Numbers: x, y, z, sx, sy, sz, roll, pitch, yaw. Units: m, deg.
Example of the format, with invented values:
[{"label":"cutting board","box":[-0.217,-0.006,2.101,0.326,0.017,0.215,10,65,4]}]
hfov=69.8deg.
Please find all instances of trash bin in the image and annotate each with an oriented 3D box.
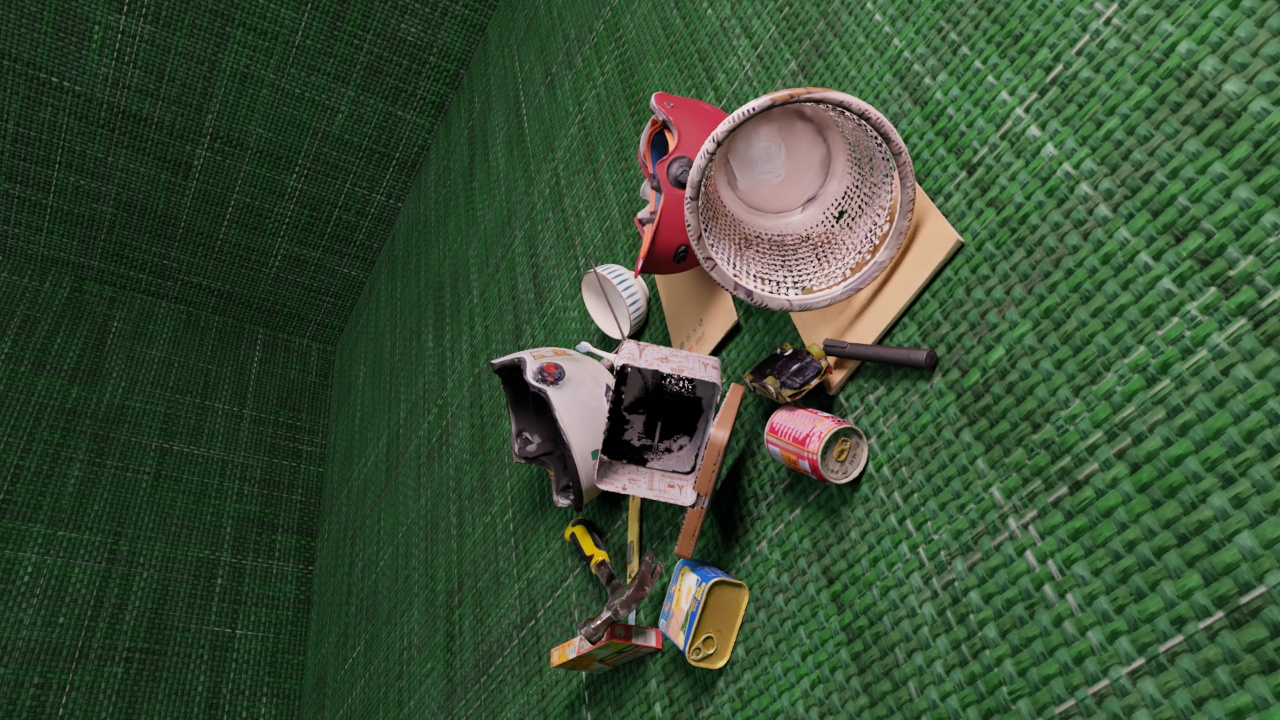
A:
[{"label":"trash bin","box":[0.158,-0.190,0.984,0.228,0.227,0.191,-60,12,23]}]

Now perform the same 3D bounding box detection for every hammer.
[{"label":"hammer","box":[-0.053,0.269,1.230,0.126,0.032,0.323,-40,14,-6]}]

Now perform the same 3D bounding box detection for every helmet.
[{"label":"helmet","box":[0.067,-0.215,1.166,0.207,0.144,0.239,122,153,-76]},{"label":"helmet","box":[-0.096,0.082,1.333,0.274,0.156,0.230,31,139,51]}]

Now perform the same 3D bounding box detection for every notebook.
[{"label":"notebook","box":[0.240,-0.086,0.976,0.212,0.012,0.149,-56,31,30]},{"label":"notebook","box":[0.073,-0.090,1.257,0.148,0.008,0.207,-54,37,42]}]

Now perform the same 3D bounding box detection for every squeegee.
[{"label":"squeegee","box":[-0.050,0.001,1.414,0.247,0.040,0.250,66,154,12]}]

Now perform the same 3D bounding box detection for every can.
[{"label":"can","box":[0.178,0.085,0.933,0.094,0.066,0.066,20,93,63]},{"label":"can","box":[0.069,0.282,1.038,0.083,0.057,0.102,19,91,65]}]

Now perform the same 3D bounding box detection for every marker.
[{"label":"marker","box":[0.234,-0.008,0.911,0.020,0.022,0.132,-48,30,-21]}]

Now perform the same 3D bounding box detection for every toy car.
[{"label":"toy car","box":[0.158,0.014,1.001,0.070,0.042,0.158,-37,9,-5]}]

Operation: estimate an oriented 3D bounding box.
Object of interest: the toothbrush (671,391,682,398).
[{"label":"toothbrush","box":[0.027,0.025,1.292,0.212,0.026,0.027,-129,49,-58]}]

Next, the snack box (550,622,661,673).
[{"label":"snack box","box":[-0.047,0.370,1.178,0.156,0.077,0.027,-41,41,46]}]

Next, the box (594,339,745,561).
[{"label":"box","box":[0.029,0.104,1.058,0.193,0.157,0.183,-77,-2,-66]}]

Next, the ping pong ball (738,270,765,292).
[{"label":"ping pong ball","box":[0.138,-0.092,1.136,0.040,0.040,0.040,-39,43,48]}]

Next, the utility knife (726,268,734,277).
[{"label":"utility knife","box":[0.075,-0.129,1.296,0.204,0.018,0.034,33,112,61]}]

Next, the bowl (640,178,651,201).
[{"label":"bowl","box":[0.065,-0.249,1.318,0.064,0.118,0.119,53,132,11]}]

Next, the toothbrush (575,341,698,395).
[{"label":"toothbrush","box":[-0.008,0.007,1.268,0.221,0.026,0.027,20,124,38]}]

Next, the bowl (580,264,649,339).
[{"label":"bowl","box":[-0.030,-0.097,1.399,0.116,0.066,0.117,38,145,32]}]

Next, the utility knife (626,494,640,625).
[{"label":"utility knife","box":[-0.008,0.263,1.241,0.031,0.021,0.206,-43,44,53]}]
